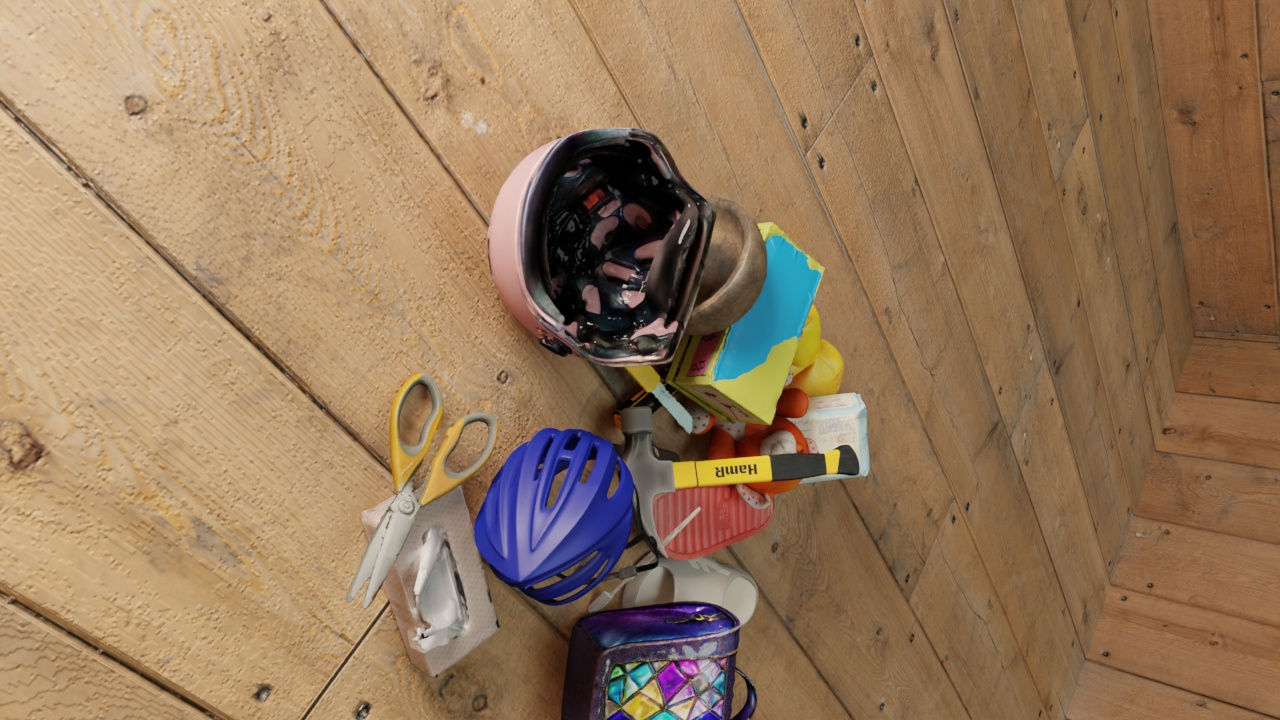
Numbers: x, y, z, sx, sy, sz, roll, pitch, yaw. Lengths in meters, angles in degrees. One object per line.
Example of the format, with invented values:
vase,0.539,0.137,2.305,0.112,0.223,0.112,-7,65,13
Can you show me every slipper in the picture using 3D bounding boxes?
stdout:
slipper,0.080,0.195,1.180,0.248,0.059,0.103,2,89,-46
slipper,0.091,0.314,1.199,0.265,0.081,0.113,24,82,-47

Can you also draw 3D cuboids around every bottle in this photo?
bottle,0.002,0.116,1.108,0.113,0.030,0.030,20,81,-47

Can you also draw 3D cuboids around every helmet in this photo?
helmet,-0.054,-0.115,0.921,0.255,0.153,0.230,15,87,-46
helmet,-0.065,0.183,0.938,0.240,0.148,0.228,-80,146,-56

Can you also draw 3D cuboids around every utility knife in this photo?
utility knife,-0.006,0.006,1.051,0.218,0.019,0.030,47,70,-17

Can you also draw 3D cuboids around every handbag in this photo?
handbag,0.030,0.391,1.056,0.221,0.125,0.205,5,92,-19

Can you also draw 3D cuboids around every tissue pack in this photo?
tissue pack,0.225,0.110,1.269,0.070,0.182,0.112,-89,173,-69
tissue pack,-0.197,0.213,0.885,0.103,0.071,0.181,-29,120,-42

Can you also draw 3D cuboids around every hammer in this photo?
hammer,0.085,-0.015,1.139,0.319,0.036,0.123,-41,115,-26
hammer,0.125,0.134,1.085,0.324,0.034,0.169,-2,82,-25

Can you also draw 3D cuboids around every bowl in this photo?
bowl,0.074,-0.099,1.042,0.070,0.162,0.162,37,69,-43

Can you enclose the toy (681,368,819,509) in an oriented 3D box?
toy,0.150,0.093,1.176,0.163,0.093,0.172,-31,86,-16

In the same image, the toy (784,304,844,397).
toy,0.234,-0.011,1.301,0.134,0.088,0.194,-55,131,-31

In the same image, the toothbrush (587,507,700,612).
toothbrush,0.004,0.234,1.078,0.181,0.010,0.010,-45,134,6

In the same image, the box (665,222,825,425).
box,0.130,-0.045,1.105,0.124,0.082,0.220,31,71,-36

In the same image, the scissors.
scissors,-0.217,0.113,0.834,0.134,0.016,0.227,42,53,-16

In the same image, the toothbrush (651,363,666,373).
toothbrush,0.012,-0.024,1.107,0.021,0.016,0.135,-36,121,-30
